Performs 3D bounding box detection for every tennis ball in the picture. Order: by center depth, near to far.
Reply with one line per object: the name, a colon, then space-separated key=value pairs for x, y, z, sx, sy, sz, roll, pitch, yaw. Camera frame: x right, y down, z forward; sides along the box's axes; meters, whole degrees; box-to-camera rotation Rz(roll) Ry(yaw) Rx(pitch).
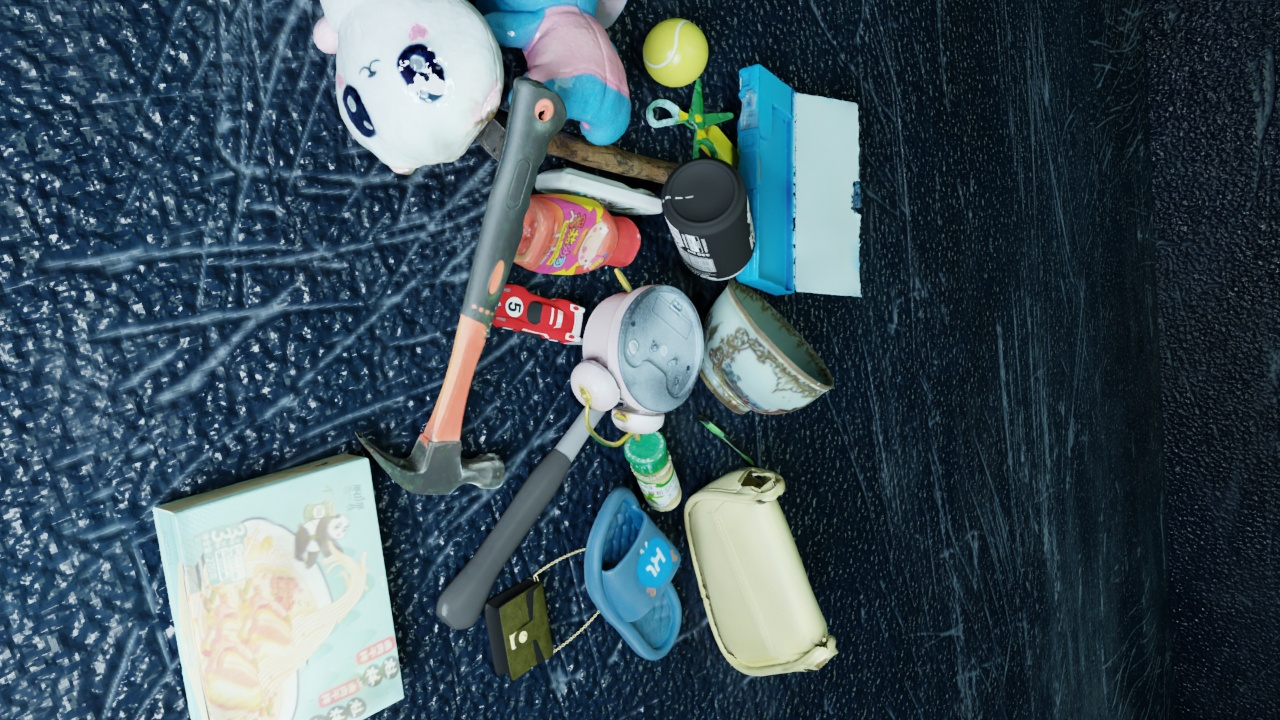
tennis ball: x=0.035 y=-0.307 z=0.916 sx=0.065 sy=0.065 sz=0.065 roll=-3 pitch=94 yaw=-47

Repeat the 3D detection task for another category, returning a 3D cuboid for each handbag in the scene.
handbag: x=-0.069 y=0.226 z=0.865 sx=0.177 sy=0.027 sz=0.084 roll=-21 pitch=107 yaw=-49
handbag: x=0.130 y=0.221 z=0.976 sx=0.088 sy=0.191 sz=0.233 roll=-23 pitch=96 yaw=-27

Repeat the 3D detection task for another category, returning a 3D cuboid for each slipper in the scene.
slipper: x=0.001 y=0.219 z=0.904 sx=0.103 sy=0.059 sz=0.214 roll=-52 pitch=134 yaw=-39

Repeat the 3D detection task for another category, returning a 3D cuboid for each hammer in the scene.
hammer: x=-0.122 y=-0.047 z=0.700 sx=0.132 sy=0.033 sz=0.333 roll=5 pitch=111 yaw=-43
hammer: x=-0.086 y=0.103 z=0.835 sx=0.310 sy=0.030 sz=0.125 roll=-55 pitch=129 yaw=-29
hammer: x=-0.027 y=-0.183 z=0.845 sx=0.329 sy=0.120 sz=0.033 roll=-1 pitch=133 yaw=-53

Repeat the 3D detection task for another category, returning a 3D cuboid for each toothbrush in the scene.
toothbrush: x=0.117 y=0.105 z=1.066 sx=0.188 sy=0.014 sz=0.017 roll=42 pitch=49 yaw=-40

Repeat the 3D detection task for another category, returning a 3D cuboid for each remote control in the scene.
remote control: x=-0.036 y=-0.158 z=0.858 sx=0.133 sy=0.050 sz=0.022 roll=5 pitch=90 yaw=-48

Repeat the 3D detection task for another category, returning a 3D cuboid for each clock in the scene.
clock: x=-0.005 y=0.005 z=0.849 sx=0.116 sy=0.059 sz=0.157 roll=35 pitch=68 yaw=-42

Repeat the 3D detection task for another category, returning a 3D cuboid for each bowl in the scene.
bowl: x=0.120 y=0.001 z=0.989 sx=0.094 sy=0.159 sz=0.159 roll=-44 pitch=137 yaw=17

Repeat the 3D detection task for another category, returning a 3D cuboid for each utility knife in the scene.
utility knife: x=0.121 y=-0.208 z=1.048 sx=0.174 sy=0.020 sz=0.028 roll=37 pitch=63 yaw=-41

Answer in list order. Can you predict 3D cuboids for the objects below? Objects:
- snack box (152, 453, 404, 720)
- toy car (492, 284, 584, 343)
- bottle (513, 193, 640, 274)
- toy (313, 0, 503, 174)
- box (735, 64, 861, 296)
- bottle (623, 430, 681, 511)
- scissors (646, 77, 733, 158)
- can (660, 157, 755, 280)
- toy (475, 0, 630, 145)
snack box: x=-0.250 y=0.177 z=0.649 sx=0.141 sy=0.044 sz=0.193 roll=-15 pitch=102 yaw=-47
toy car: x=-0.092 y=-0.041 z=0.822 sx=0.089 sy=0.025 sz=0.038 roll=15 pitch=81 yaw=-47
bottle: x=-0.058 y=-0.112 z=0.832 sx=0.134 sy=0.048 sz=0.072 roll=-2 pitch=127 yaw=-48
toy: x=-0.173 y=-0.228 z=0.657 sx=0.179 sy=0.139 sz=0.101 roll=59 pitch=31 yaw=-18
box: x=0.174 y=-0.196 z=1.053 sx=0.175 sy=0.060 sz=0.243 roll=7 pitch=81 yaw=-34
bottle: x=0.014 y=0.111 z=0.914 sx=0.042 sy=0.043 sz=0.110 roll=-59 pitch=151 yaw=-27
scissors: x=0.051 y=-0.254 z=0.960 sx=0.123 sy=0.012 sz=0.126 roll=20 pitch=57 yaw=-27
can: x=0.070 y=-0.137 z=0.914 sx=0.146 sy=0.080 sz=0.080 roll=53 pitch=49 yaw=-71
toy: x=-0.082 y=-0.275 z=0.752 sx=0.223 sy=0.099 sz=0.191 roll=-11 pitch=81 yaw=-47
